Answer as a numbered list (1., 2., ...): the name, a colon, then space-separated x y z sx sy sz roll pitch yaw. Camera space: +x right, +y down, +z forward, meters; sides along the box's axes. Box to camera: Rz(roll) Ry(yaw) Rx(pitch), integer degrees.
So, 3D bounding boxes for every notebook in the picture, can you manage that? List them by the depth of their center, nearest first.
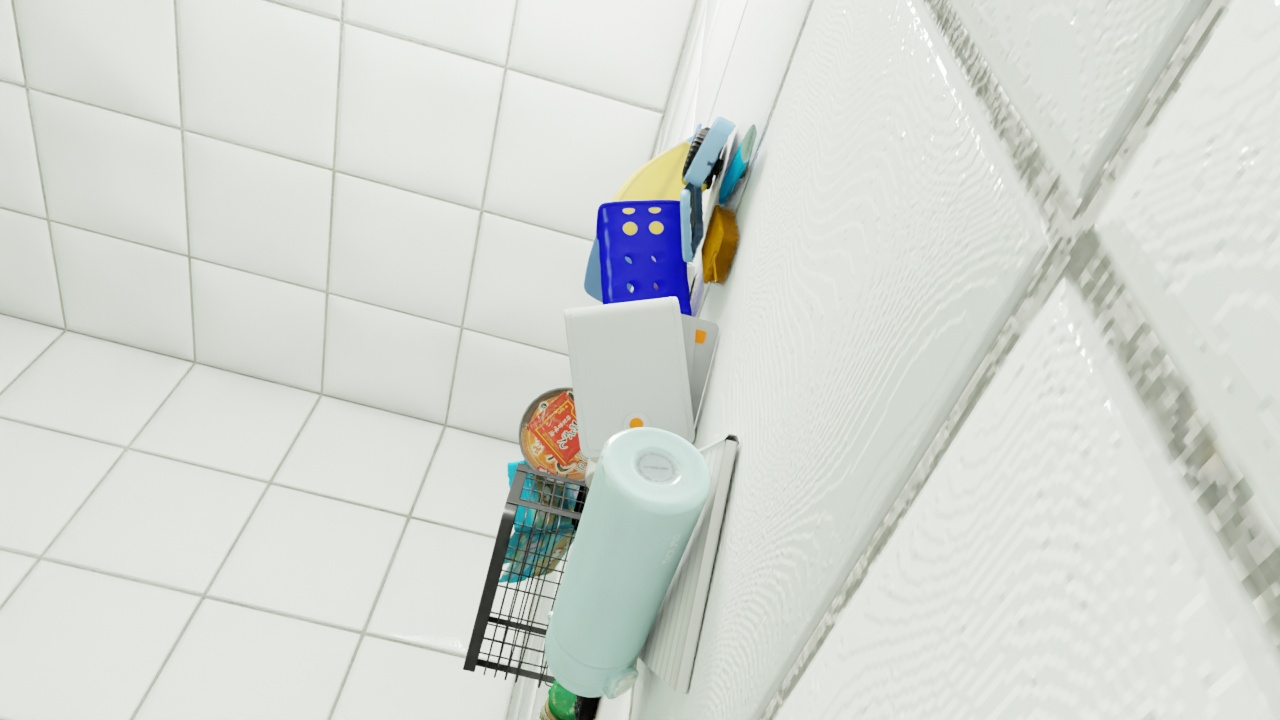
1. notebook: 0.023 0.130 0.606 0.210 0.009 0.142 124 159 -76

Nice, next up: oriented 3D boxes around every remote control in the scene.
1. remote control: -0.036 0.259 0.846 0.047 0.022 0.150 176 107 -85

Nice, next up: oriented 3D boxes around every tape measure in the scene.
1. tape measure: 0.069 -0.213 0.974 0.062 0.038 0.067 -65 -5 -68

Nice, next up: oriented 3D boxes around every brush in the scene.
1. brush: 0.064 -0.086 0.735 0.126 0.017 0.048 -85 11 -65

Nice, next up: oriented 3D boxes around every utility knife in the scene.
1. utility knife: 0.081 -0.162 0.789 0.175 0.015 0.031 136 150 -84

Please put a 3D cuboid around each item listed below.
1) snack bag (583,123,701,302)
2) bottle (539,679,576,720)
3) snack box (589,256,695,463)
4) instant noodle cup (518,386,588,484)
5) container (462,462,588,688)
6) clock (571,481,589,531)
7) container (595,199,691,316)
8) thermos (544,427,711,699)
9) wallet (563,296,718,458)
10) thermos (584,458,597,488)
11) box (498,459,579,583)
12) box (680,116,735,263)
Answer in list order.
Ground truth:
1. snack bag: 0.019 -0.177 1.142 0.204 0.102 0.159 -63 -1 -24
2. bottle: -0.077 0.347 0.918 0.111 0.043 0.043 111 172 -57
3. snack box: 0.002 0.004 0.958 0.104 0.057 0.207 118 166 -71
4. instant noodle cup: -0.089 0.096 1.223 0.121 0.123 0.123 7 -82 -84
5. container: -0.112 0.253 1.084 0.162 0.130 0.241 -92 18 -75
6. clock: -0.062 0.189 1.230 0.121 0.042 0.091 -146 70 -85
7. container: 0.003 -0.085 0.887 0.084 0.085 0.113 101 165 -72
8. thermos: -0.014 0.135 0.574 0.078 0.065 0.207 46 137 31
9. wallet: 0.006 0.014 0.690 0.037 0.115 0.118 180 83 -85
10. thermos: -0.026 0.054 1.098 0.052 0.052 0.223 110 170 -49
11. box: -0.128 0.226 1.272 0.227 0.072 0.182 23 -100 -69
12. box: 0.056 -0.164 0.846 0.209 0.034 0.127 -66 -8 -74
